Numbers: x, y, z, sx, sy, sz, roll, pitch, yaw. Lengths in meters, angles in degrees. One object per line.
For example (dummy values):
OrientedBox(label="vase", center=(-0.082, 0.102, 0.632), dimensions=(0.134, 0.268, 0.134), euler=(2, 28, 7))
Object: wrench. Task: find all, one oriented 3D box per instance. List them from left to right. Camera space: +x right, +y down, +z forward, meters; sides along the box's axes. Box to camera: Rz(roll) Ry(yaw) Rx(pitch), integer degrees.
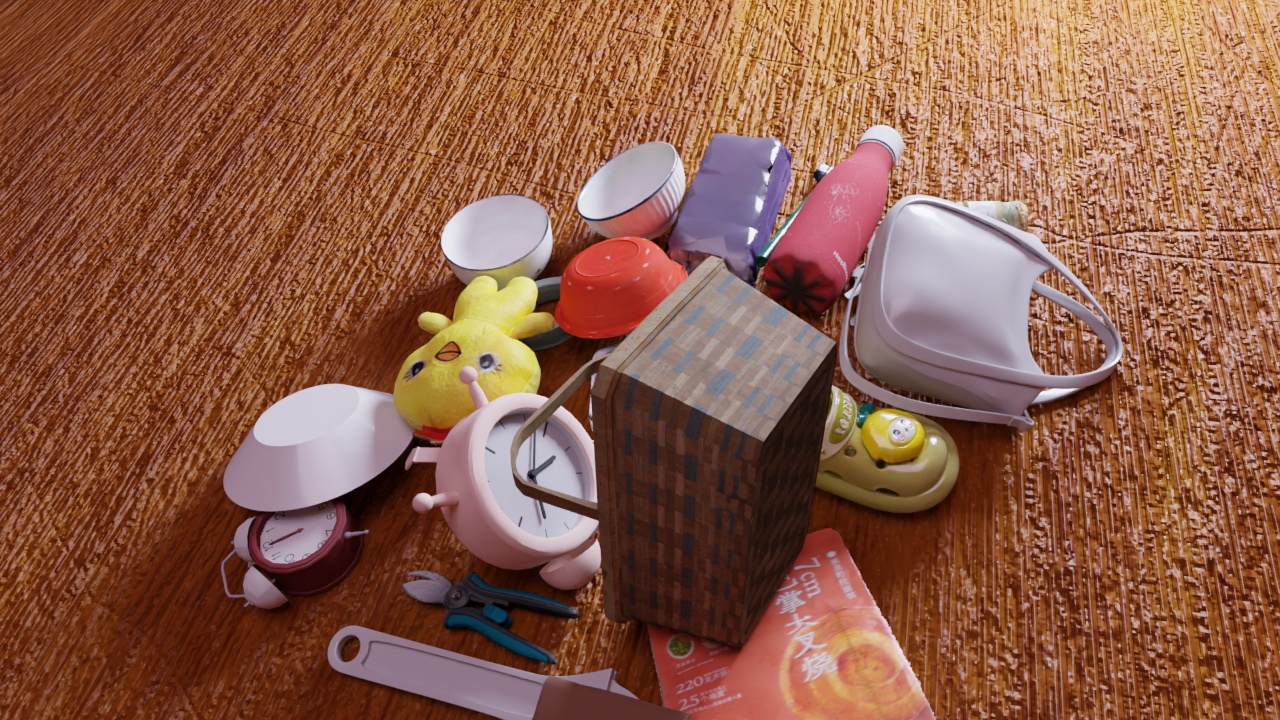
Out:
OrientedBox(label="wrench", center=(-0.118, 0.248, 0.666), dimensions=(0.274, 0.018, 0.086), euler=(6, 63, 21))

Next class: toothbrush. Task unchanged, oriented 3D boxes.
OrientedBox(label="toothbrush", center=(0.156, -0.150, 0.924), dimensions=(0.017, 0.016, 0.189), euler=(31, 49, 9))

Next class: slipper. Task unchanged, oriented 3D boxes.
OrientedBox(label="slipper", center=(0.157, 0.054, 0.734), dimensions=(0.191, 0.082, 0.091), euler=(11, 51, 24))

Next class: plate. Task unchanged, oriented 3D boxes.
OrientedBox(label="plate", center=(-0.290, 0.062, 0.816), dimensions=(0.174, 0.036, 0.173), euler=(-9, 31, 5))

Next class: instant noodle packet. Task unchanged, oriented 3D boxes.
OrientedBox(label="instant noodle packet", center=(0.094, 0.216, 0.623), dimensions=(0.164, 0.084, 0.220), euler=(-20, 40, 1))

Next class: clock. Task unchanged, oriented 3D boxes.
OrientedBox(label="clock", center=(-0.289, 0.155, 0.768), dimensions=(0.124, 0.044, 0.087), euler=(-25, 50, -11))
OrientedBox(label="clock", center=(-0.096, 0.099, 0.722), dimensions=(0.086, 0.160, 0.130), euler=(-37, 31, 44))

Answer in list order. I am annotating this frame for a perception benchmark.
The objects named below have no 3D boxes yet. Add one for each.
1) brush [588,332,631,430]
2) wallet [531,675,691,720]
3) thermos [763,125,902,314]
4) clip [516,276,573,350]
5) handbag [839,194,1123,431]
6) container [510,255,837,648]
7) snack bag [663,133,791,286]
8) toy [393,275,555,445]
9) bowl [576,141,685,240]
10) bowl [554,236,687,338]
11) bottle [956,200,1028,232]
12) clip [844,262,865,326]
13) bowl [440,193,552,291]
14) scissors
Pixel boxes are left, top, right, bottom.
OrientedBox(label="brush", center=(-0.005, 0.005, 0.825), dimensions=(0.075, 0.055, 0.135), euler=(-2, 49, 4))
OrientedBox(label="wallet", center=(-0.029, 0.259, 0.593), dimensions=(0.121, 0.013, 0.087), euler=(0, 60, 37))
OrientedBox(label="thermos", center=(0.200, -0.148, 0.899), dimensions=(0.073, 0.073, 0.239), euler=(18, 56, 25))
OrientedBox(label="clip", center=(-0.061, -0.051, 0.905), dimensions=(0.163, 0.028, 0.106), euler=(-31, 53, -13))
OrientedBox(label="handbag", center=(0.293, -0.025, 0.773), dimensions=(0.222, 0.096, 0.215), euler=(18, 62, -1))
OrientedBox(label="container", center=(0.015, 0.062, 0.631), dimensions=(0.186, 0.250, 0.157), euler=(22, 45, 24))
OrientedBox(label="snack bag", center=(0.090, -0.156, 0.939), dimensions=(0.096, 0.058, 0.204), euler=(8, 53, 18))
OrientedBox(label="toy", center=(-0.147, 0.001, 0.829), dimensions=(0.134, 0.092, 0.207), euler=(-2, 57, 16))
OrientedBox(label="bowl", center=(-0.001, -0.165, 0.953), dimensions=(0.118, 0.062, 0.117), euler=(-22, 39, 19))
OrientedBox(label="bowl", center=(-0.023, -0.076, 0.847), dimensions=(0.130, 0.045, 0.130), euler=(-14, 34, 9))
OrientedBox(label="bottle", center=(0.311, -0.132, 0.882), dimensions=(0.111, 0.043, 0.043), euler=(1, 51, 11))
OrientedBox(label="clip", center=(0.228, -0.073, 0.863), dimensions=(0.102, 0.054, 0.057), euler=(-29, 85, -13))
OrientedBox(label="bowl", center=(-0.144, -0.113, 0.949), dimensions=(0.113, 0.063, 0.113), euler=(-6, 50, 7))
OrientedBox(label="scissors", center=(-0.118, 0.197, 0.713), dimensions=(0.131, 0.019, 0.149), euler=(-22, 50, -8))
